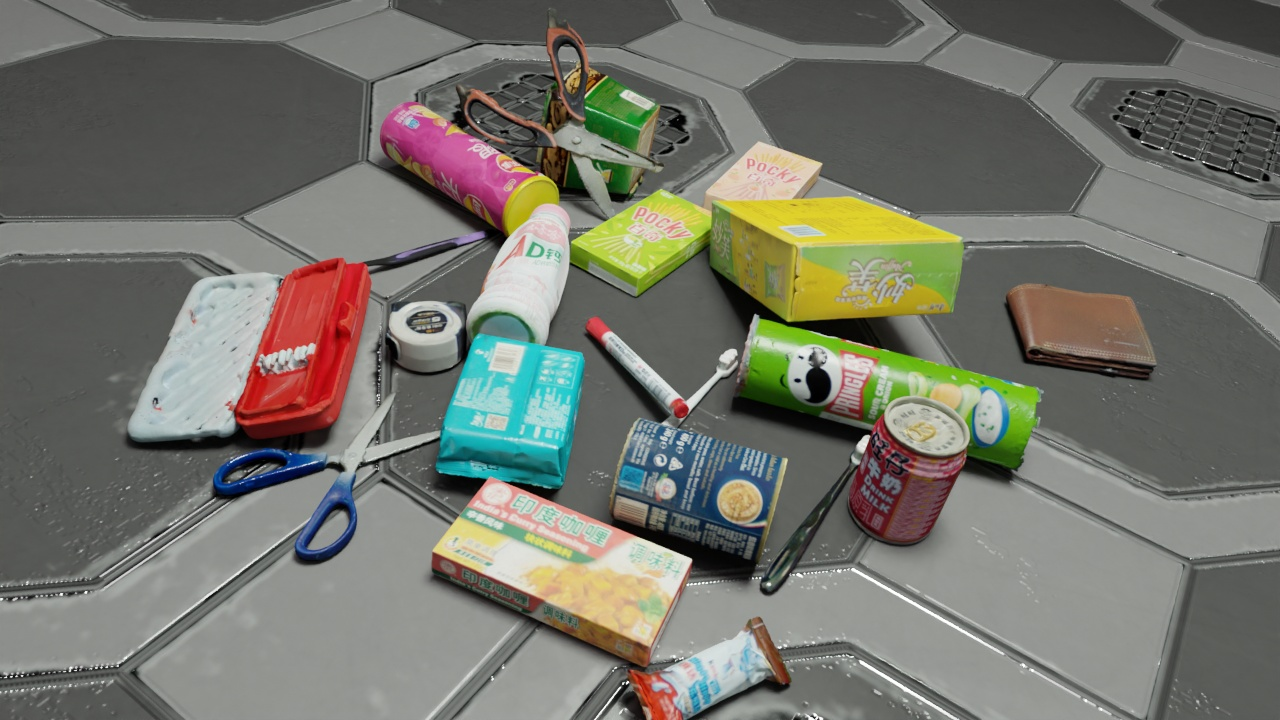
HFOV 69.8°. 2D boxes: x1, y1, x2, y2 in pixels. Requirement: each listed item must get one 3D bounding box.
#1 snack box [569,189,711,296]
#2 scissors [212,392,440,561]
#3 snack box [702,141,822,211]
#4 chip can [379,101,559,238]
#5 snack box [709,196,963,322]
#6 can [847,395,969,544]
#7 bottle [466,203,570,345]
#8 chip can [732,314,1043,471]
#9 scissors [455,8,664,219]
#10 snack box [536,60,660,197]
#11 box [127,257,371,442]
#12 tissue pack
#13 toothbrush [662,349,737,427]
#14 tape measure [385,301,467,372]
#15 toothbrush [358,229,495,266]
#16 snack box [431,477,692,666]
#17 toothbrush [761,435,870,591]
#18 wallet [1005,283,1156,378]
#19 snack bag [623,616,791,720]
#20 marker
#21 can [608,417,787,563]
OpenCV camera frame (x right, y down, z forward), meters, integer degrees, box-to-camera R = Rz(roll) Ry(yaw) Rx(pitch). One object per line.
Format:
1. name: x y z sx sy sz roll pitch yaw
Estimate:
1. snack box: 0.009 -0.123 0.931 0.086 0.026 0.156 30 44 23
2. scissors: -0.221 0.078 0.663 0.174 0.012 0.162 -1 39 -12
3. snack box: 0.140 -0.198 1.043 0.084 0.026 0.156 23 42 17
4. chip can: -0.181 -0.198 0.953 0.210 0.072 0.071 34 46 28
5. snack box: 0.170 -0.099 0.845 0.157 0.070 0.210 -4 20 -14
6. can: 0.194 0.079 0.667 0.066 0.094 0.066 5 40 -4
7. bottle: -0.099 -0.077 0.826 0.068 0.068 0.196 10 38 2
8. chip can: 0.198 0.026 0.751 0.236 0.072 0.072 15 40 7
9. scissors: -0.082 -0.239 0.937 0.189 0.225 0.015 -12 19 9
10. snack box: -0.042 -0.249 1.005 0.105 0.118 0.118 18 38 6
11. box: -0.305 -0.011 0.737 0.158 0.039 0.200 -10 40 2
12. tissue pack: -0.095 0.040 0.699 0.093 0.050 0.133 10 40 -1
13. toothbrush: 0.034 0.040 0.748 0.016 0.016 0.179 21 41 26
14. tape measure: -0.179 -0.021 0.771 0.065 0.034 0.066 0 38 -7
15. toothbrush: -0.218 -0.100 0.878 0.188 0.017 0.014 -23 58 -36
16. snack box: -0.052 0.137 0.609 0.156 0.027 0.076 20 40 13
17. toothbrush: 0.135 0.110 0.683 0.016 0.018 0.180 30 46 20
18. wallet: 0.424 -0.030 0.888 0.124 0.032 0.101 8 42 1
19. snack bag: 0.042 0.193 0.560 0.104 0.026 0.048 -13 56 -23
20. marker: -0.005 0.005 0.771 0.017 0.017 0.145 -17 40 -27
21. can: 0.039 0.089 0.643 0.111 0.075 0.075 15 40 9
